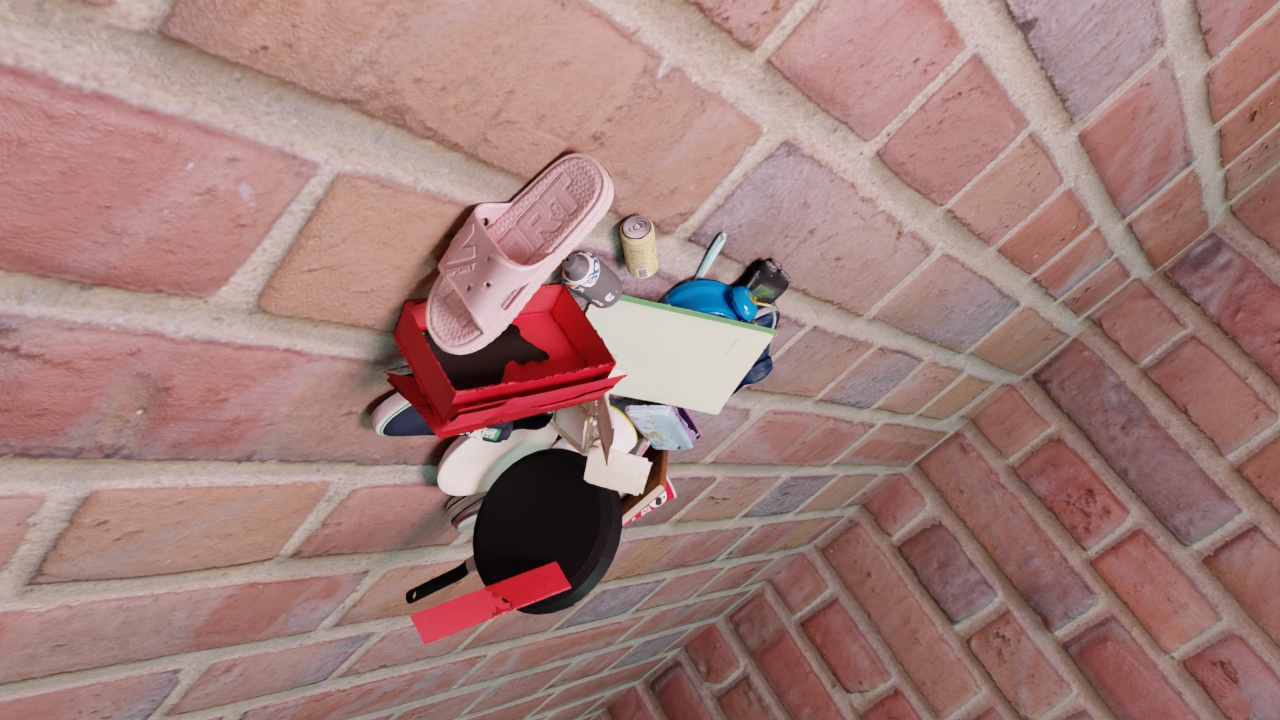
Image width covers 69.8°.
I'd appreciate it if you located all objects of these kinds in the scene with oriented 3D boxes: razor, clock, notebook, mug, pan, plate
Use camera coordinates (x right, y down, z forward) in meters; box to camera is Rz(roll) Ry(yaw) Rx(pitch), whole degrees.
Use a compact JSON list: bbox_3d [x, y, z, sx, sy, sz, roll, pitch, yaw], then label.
[{"bbox_3d":[0.135,-0.093,1.280,0.151,0.054,0.067,-24,139,-3],"label":"razor"},{"bbox_3d":[0.100,-0.051,1.226,0.161,0.060,0.117,-8,137,3],"label":"clock"},{"bbox_3d":[0.029,-0.006,1.213,0.252,0.010,0.182,12,135,-20],"label":"notebook"},{"bbox_3d":[-0.069,0.125,1.342,0.105,0.082,0.083,-41,162,-32],"label":"mug"},{"bbox_3d":[-0.186,0.255,1.251,0.357,0.225,0.034,-28,145,15],"label":"pan"},{"bbox_3d":[-0.201,0.119,1.265,0.182,0.034,0.183,-27,154,-14],"label":"plate"},{"bbox_3d":[-0.023,0.215,1.515,0.179,0.014,0.249,-42,-171,13],"label":"notebook"}]

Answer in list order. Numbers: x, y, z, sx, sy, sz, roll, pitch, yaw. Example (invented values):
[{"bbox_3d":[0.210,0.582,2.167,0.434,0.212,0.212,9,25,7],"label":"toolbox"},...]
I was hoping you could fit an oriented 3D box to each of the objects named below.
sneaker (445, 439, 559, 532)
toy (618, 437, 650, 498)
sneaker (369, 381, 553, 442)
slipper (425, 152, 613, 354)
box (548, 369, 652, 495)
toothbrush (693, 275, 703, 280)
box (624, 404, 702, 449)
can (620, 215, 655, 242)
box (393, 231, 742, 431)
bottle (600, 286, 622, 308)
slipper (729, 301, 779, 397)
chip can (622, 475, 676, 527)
[{"bbox_3d":[-0.171,0.201,1.382,0.241,0.088,0.118,-28,154,-9],"label":"sneaker"},{"bbox_3d":[-0.064,0.201,1.445,0.193,0.084,0.159,-55,-172,-27],"label":"toy"},{"bbox_3d":[-0.207,0.067,1.114,0.234,0.079,0.084,-9,146,-40],"label":"sneaker"},{"bbox_3d":[-0.129,-0.110,0.882,0.239,0.094,0.064,-44,158,8],"label":"slipper"},{"bbox_3d":[-0.065,0.075,1.137,0.068,0.191,0.144,-26,139,-35],"label":"box"},{"bbox_3d":[0.076,-0.103,1.223,0.016,0.016,0.181,-15,148,-34],"label":"toothbrush"},{"bbox_3d":[0.043,0.086,1.425,0.096,0.077,0.214,-59,158,-11],"label":"box"},{"bbox_3d":[-0.001,-0.130,1.056,0.038,0.038,0.079,-29,154,-9],"label":"can"},{"bbox_3d":[-0.087,-0.057,0.907,0.213,0.153,0.326,-12,162,-38],"label":"box"},{"bbox_3d":[-0.058,-0.094,1.043,0.047,0.047,0.112,-38,155,9],"label":"bottle"},{"bbox_3d":[0.164,-0.004,1.413,0.105,0.095,0.253,-20,155,-21],"label":"slipper"},{"bbox_3d":[-0.046,0.275,1.682,0.220,0.069,0.069,-28,154,-11],"label":"chip can"}]
